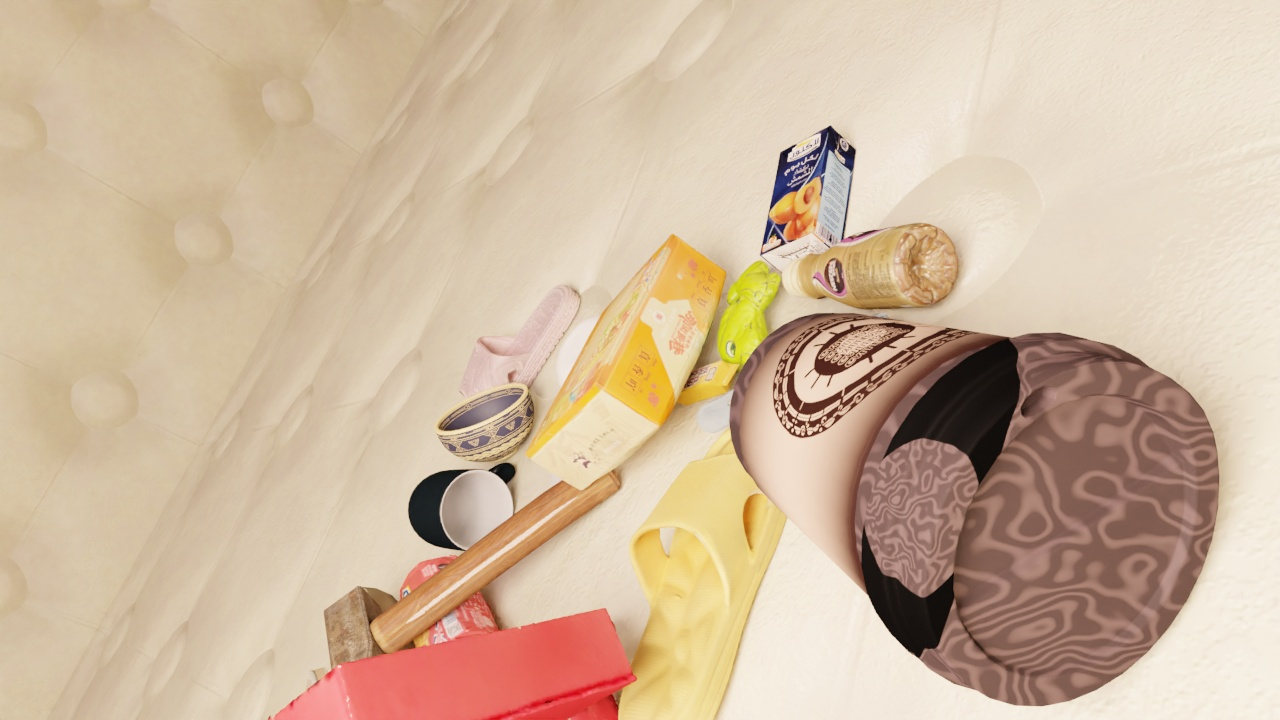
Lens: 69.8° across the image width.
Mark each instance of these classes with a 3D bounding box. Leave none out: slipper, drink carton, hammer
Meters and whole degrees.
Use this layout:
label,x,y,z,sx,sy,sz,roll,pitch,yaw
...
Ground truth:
label,x,y,z,sx,sy,sz,roll,pitch,yaw
slipper,0.035,0.146,0.665,0.100,0.078,0.262,-19,44,52
slipper,-0.331,0.407,0.936,0.263,0.052,0.115,-153,65,-64
slipper,-0.167,-0.001,1.120,0.239,0.064,0.094,-53,30,2
drink carton,0.150,-0.143,0.819,0.064,0.040,0.129,-21,44,44
hammer,-0.144,0.188,0.826,0.300,0.037,0.158,-36,28,-7

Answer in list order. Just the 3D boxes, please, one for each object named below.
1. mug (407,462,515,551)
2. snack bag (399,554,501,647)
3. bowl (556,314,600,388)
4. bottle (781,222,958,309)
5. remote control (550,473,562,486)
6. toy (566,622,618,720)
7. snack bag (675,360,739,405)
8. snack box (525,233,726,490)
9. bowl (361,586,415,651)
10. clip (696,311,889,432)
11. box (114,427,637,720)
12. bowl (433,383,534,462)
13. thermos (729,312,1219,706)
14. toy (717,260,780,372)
label,x,y,z,sx,sy,sz,roll,pitch,yaw
mug,-0.184,0.149,0.991,0.121,0.085,0.095,-40,18,-34
snack bag,-0.178,0.253,0.877,0.082,0.082,0.176,-55,30,2
bowl,-0.049,-0.004,0.961,0.115,0.050,0.114,-36,35,31
bottle,0.166,-0.068,0.706,0.059,0.059,0.166,-62,21,-10
remote control,-0.080,0.101,0.943,0.033,0.012,0.130,-41,33,24
toy,-0.073,0.254,0.705,0.132,0.096,0.124,-57,33,40
snack bag,0.054,0.020,0.801,0.026,0.020,0.099,-63,17,-21
snack box,-0.005,0.005,0.817,0.145,0.080,0.194,-44,15,49
bowl,-0.267,0.311,0.944,0.153,0.050,0.152,-25,61,57
clip,0.107,0.015,0.680,0.163,0.028,0.112,-30,0,44
box,-0.177,0.149,0.618,0.198,0.216,0.351,-44,59,29
bowl,-0.168,0.079,1.032,0.112,0.061,0.112,-20,18,6
thermos,0.154,0.055,0.502,0.172,0.172,0.226,-56,23,-1
toy,0.092,-0.037,0.789,0.094,0.036,0.094,-65,23,21
